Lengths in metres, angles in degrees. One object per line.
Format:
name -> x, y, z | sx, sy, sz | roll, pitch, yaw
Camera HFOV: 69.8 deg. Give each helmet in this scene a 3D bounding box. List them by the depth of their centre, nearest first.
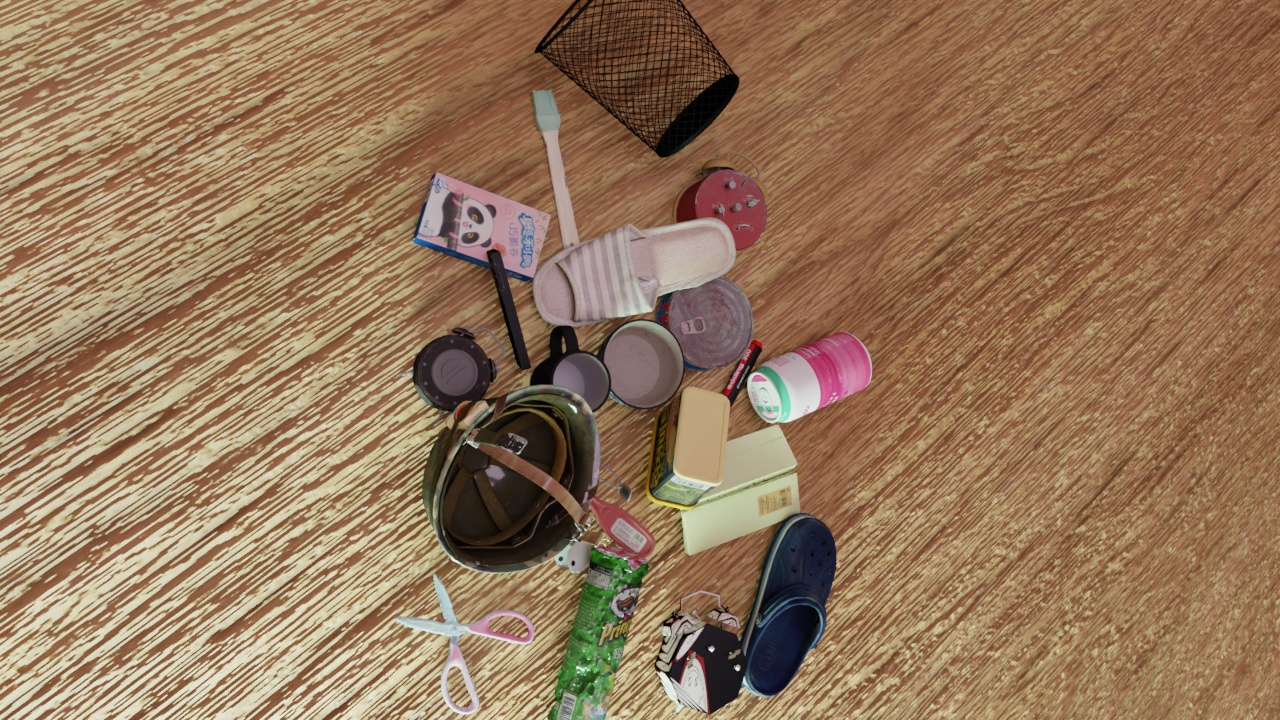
helmet -> -0.136, 0.128, 1.024 | 0.224, 0.236, 0.192 | -45, 119, -6

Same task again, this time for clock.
clock -> -0.224, 0.013, 1.104 | 0.122, 0.044, 0.091 | -40, 101, -21
clock -> 0.083, 0.378, 1.194 | 0.114, 0.065, 0.154 | 1, 86, -24
clock -> 0.120, -0.214, 1.254 | 0.117, 0.081, 0.158 | 29, 75, -19

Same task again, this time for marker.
marker -> 0.129, 0.034, 1.270 | 0.023, 0.021, 0.144 | 29, 74, 4

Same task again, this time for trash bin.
trash bin -> 0.005, -0.385, 1.173 | 0.210, 0.184, 0.183 | 42, 71, -21

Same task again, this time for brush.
brush -> -0.050, 0.192, 1.172 | 0.172, 0.030, 0.041 | 44, 72, -15
brush -> -0.108, -0.246, 1.197 | 0.033, 0.012, 0.217 | -11, 92, -25

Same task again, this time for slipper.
slipper -> -0.005, -0.116, 1.174 | 0.272, 0.054, 0.114 | -19, 91, -8
slipper -> 0.212, 0.336, 1.242 | 0.105, 0.095, 0.252 | 26, 79, -17

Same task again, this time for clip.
clip -> -0.081, 0.241, 1.156 | 0.054, 0.041, 0.101 | -36, 110, -30

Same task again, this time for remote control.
remote control -> -0.162, -0.062, 1.123 | 0.013, 0.034, 0.150 | -17, 107, -14

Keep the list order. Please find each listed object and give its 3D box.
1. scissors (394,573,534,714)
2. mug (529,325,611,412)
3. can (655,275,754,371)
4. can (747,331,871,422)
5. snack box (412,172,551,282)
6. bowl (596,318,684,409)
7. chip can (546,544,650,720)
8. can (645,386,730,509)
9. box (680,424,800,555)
scissors -> -0.214, 0.343, 1.096 | 0.170, 0.014, 0.168 | 18, 78, -22
mug -> -0.090, 0.013, 1.138 | 0.078, 0.088, 0.113 | -6, 88, -24
can -> 0.087, -0.051, 1.245 | 0.129, 0.044, 0.130 | 2, 84, -23
can -> 0.238, 0.024, 1.281 | 0.165, 0.088, 0.088 | -21, 94, -24
snack box -> -0.195, -0.163, 1.138 | 0.154, 0.033, 0.088 | 18, 80, -21
bowl -> -0.007, 0.007, 1.191 | 0.115, 0.059, 0.115 | 2, 84, -23
chip can -> -0.052, 0.342, 1.122 | 0.075, 0.075, 0.223 | 16, 86, -22
can -> 0.062, 0.111, 1.168 | 0.072, 0.101, 0.130 | 15, 62, -13
box -> 0.131, 0.174, 1.248 | 0.187, 0.048, 0.140 | -14, 93, -24
